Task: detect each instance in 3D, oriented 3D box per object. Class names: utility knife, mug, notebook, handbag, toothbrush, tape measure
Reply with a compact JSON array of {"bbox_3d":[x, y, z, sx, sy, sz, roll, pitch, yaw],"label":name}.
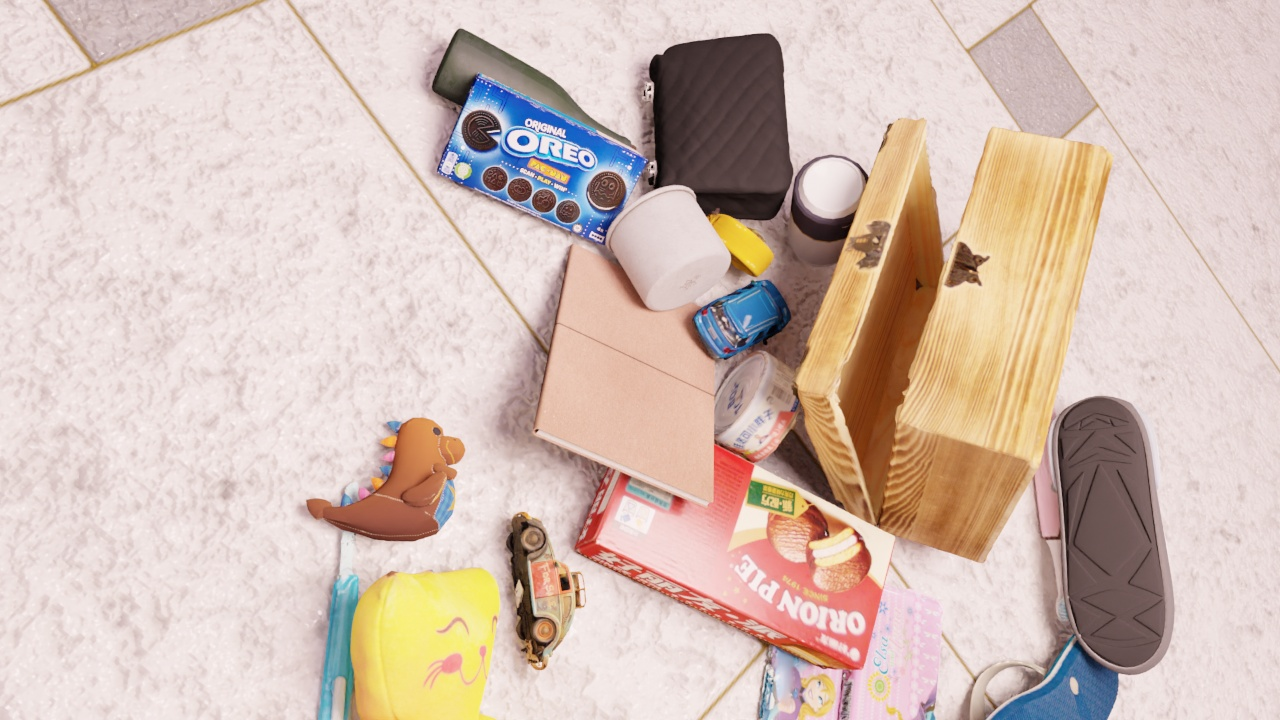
[{"bbox_3d":[-0.198,0.166,0.621,0.022,0.015,0.168,12,71,-33],"label":"utility knife"},{"bbox_3d":[0.031,-0.090,0.762,0.113,0.084,0.070,7,48,-59],"label":"mug"},{"bbox_3d":[-0.004,0.004,0.711,0.141,0.008,0.208,25,40,-18],"label":"notebook"},{"bbox_3d":[0.066,-0.199,0.824,0.125,0.115,0.153,-1,78,-2],"label":"handbag"},{"bbox_3d":[0.410,0.145,0.912,0.027,0.026,0.222,1,74,-3],"label":"toothbrush"},{"bbox_3d":[0.086,-0.101,0.794,0.068,0.059,0.030,38,90,-37],"label":"tape measure"}]

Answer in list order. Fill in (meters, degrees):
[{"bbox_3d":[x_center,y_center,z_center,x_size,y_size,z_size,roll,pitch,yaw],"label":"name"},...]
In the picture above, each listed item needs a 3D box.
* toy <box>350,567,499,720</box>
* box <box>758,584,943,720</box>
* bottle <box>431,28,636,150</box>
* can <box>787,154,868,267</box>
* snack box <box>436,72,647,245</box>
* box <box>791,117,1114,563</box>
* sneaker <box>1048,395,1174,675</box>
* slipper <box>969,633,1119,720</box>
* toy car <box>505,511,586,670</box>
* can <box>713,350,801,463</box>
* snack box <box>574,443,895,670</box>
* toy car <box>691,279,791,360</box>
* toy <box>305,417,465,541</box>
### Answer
[{"bbox_3d":[-0.140,0.232,0.591,0.134,0.088,0.193,23,64,-66],"label":"toy"},{"bbox_3d":[0.171,0.293,0.754,0.159,0.035,0.230,20,67,-19],"label":"box"},{"bbox_3d":[-0.082,-0.208,0.759,0.174,0.055,0.055,23,67,-20],"label":"bottle"},{"bbox_3d":[0.165,-0.128,0.818,0.064,0.127,0.064,-2,74,6],"label":"can"},{"bbox_3d":[-0.077,-0.159,0.737,0.150,0.027,0.082,21,110,-20],"label":"snack box"},{"bbox_3d":[0.253,-0.012,0.767,0.176,0.247,0.278,14,65,20],"label":"box"},{"bbox_3d":[0.471,0.168,0.894,0.160,0.093,0.256,18,68,-51],"label":"sneaker"},{"bbox_3d":[0.347,0.328,0.816,0.294,0.060,0.118,-20,91,-42],"label":"slipper"},{"bbox_3d":[-0.067,0.164,0.666,0.047,0.047,0.112,-4,79,-26],"label":"toy car"},{"bbox_3d":[0.095,0.038,0.757,0.043,0.086,0.086,31,65,-13],"label":"can"},{"bbox_3d":[0.078,0.145,0.722,0.236,0.060,0.113,27,64,-10],"label":"snack box"},{"bbox_3d":[0.093,-0.037,0.786,0.120,0.044,0.056,-26,84,-52],"label":"toy car"},{"bbox_3d":[-0.176,0.080,0.640,0.103,0.071,0.090,4,56,-11],"label":"toy"}]
